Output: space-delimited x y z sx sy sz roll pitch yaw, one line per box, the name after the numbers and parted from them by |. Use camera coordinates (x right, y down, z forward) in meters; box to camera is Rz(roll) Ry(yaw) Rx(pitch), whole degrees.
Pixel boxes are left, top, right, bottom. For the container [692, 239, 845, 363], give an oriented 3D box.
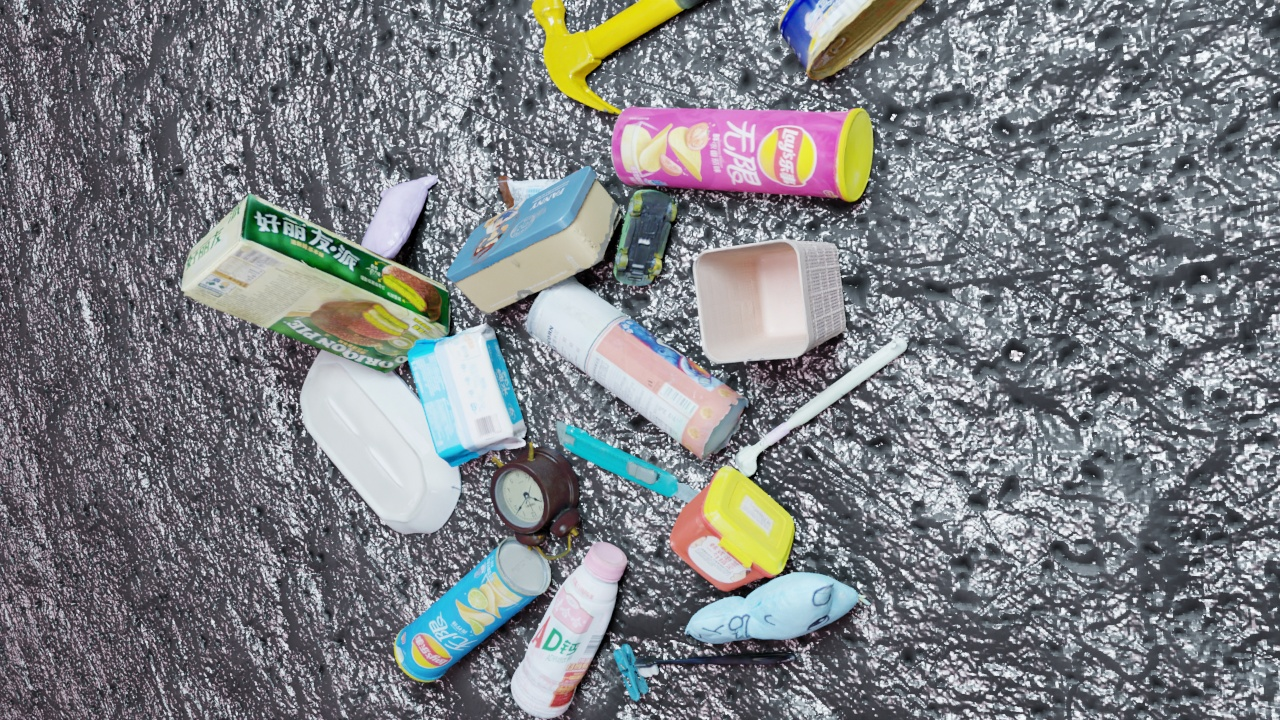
0.111 -0.052 0.748 0.090 0.110 0.090 -5 97 32 | container

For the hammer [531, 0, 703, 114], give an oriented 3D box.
0.035 -0.316 0.792 0.302 0.032 0.128 -20 89 33 | hammer

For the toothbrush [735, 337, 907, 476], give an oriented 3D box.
0.154 0.040 0.794 0.190 0.020 0.029 -42 44 28 | toothbrush

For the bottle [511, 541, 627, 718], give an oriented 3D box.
-0.071 0.275 0.946 0.068 0.068 0.197 33 111 22 | bottle

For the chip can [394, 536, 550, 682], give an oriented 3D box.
-0.188 0.277 1.012 0.211 0.071 0.071 -44 76 29 | chip can

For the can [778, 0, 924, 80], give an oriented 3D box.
0.174 -0.280 0.691 0.148 0.074 0.049 -38 76 31 | can

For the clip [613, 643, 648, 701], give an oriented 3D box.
-0.010 0.320 0.941 0.014 0.042 0.056 -30 82 29 | clip

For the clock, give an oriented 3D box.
-0.105 0.146 0.948 0.082 0.055 0.122 -23 88 32 | clock

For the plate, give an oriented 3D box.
-0.316 0.092 1.078 0.265 0.034 0.162 46 118 16 | plate

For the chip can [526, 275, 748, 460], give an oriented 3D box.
-0.005 0.005 0.852 0.215 0.071 0.071 36 115 21 | chip can

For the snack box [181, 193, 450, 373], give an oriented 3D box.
-0.322 -0.069 0.937 0.115 0.240 0.063 -28 54 32 | snack box

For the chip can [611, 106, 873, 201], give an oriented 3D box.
0.081 -0.176 0.767 0.211 0.071 0.071 10 104 30 | chip can

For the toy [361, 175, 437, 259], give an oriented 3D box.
-0.266 -0.150 0.980 0.084 0.039 0.107 -7 56 35 | toy

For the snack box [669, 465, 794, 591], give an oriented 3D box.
0.079 0.155 0.818 0.091 0.081 0.080 41 128 -7 | snack box

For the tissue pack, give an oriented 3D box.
-0.180 0.035 0.959 0.090 0.063 0.140 -17 92 11 | tissue pack

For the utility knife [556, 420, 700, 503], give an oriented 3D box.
0.001 0.109 0.901 0.216 0.013 0.029 22 110 26 | utility knife

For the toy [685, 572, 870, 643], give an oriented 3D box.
0.119 0.220 0.803 0.156 0.162 0.049 -8 63 -4 | toy

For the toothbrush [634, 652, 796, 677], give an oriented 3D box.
0.070 0.294 0.892 0.181 0.015 0.018 -16 96 33 | toothbrush

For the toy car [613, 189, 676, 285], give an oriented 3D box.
0.001 -0.114 0.842 0.036 0.043 0.091 -115 38 -56 | toy car

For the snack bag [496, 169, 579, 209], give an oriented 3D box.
-0.093 -0.163 0.900 0.104 0.026 0.048 2 123 32 | snack bag

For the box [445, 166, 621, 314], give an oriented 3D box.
-0.096 -0.112 0.865 0.185 0.089 0.061 -23 124 36 | box
